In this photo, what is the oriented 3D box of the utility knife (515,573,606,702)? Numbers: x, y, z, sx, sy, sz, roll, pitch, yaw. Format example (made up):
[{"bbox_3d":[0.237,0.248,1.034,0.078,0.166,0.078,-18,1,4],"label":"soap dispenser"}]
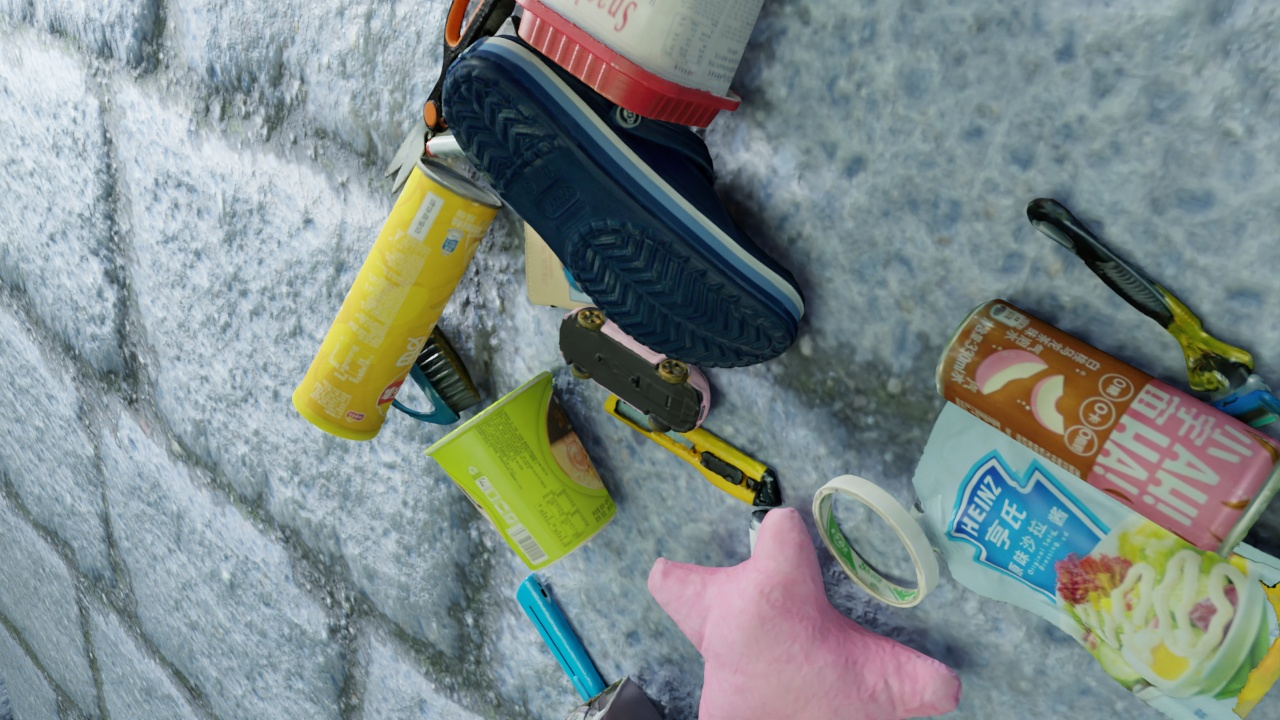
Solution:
[{"bbox_3d":[-0.041,0.285,0.789,0.034,0.018,0.225,-41,80,42],"label":"utility knife"}]

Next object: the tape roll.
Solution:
[{"bbox_3d":[0.138,0.107,0.545,0.086,0.013,0.086,44,153,29],"label":"tape roll"}]

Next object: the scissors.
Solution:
[{"bbox_3d":[-0.150,-0.208,0.696,0.235,0.021,0.152,-1,98,48],"label":"scissors"}]

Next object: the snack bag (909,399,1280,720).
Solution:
[{"bbox_3d":[0.227,0.100,0.474,0.191,0.038,0.110,33,131,31],"label":"snack bag"}]

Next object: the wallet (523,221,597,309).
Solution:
[{"bbox_3d":[-0.032,-0.074,0.638,0.115,0.024,0.087,11,115,35],"label":"wallet"}]

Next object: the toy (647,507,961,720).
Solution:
[{"bbox_3d":[0.082,0.193,0.587,0.194,0.074,0.179,43,114,18],"label":"toy"}]

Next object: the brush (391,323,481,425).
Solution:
[{"bbox_3d":[-0.197,-0.004,0.768,0.144,0.073,0.055,54,175,12],"label":"brush"}]

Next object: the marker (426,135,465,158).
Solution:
[{"bbox_3d":[-0.093,-0.154,0.648,0.145,0.017,0.017,4,109,30],"label":"marker"}]

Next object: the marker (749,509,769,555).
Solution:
[{"bbox_3d":[0.085,0.163,0.632,0.023,0.018,0.131,14,116,47],"label":"marker"}]

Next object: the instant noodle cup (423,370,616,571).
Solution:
[{"bbox_3d":[-0.082,0.088,0.695,0.112,0.111,0.123,-32,93,43],"label":"instant noodle cup"}]

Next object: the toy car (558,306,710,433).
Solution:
[{"bbox_3d":[-0.004,0.004,0.630,0.122,0.037,0.056,32,133,22],"label":"toy car"}]

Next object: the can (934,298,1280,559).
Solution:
[{"bbox_3d":[0.216,0.027,0.431,0.147,0.057,0.058,35,126,32],"label":"can"}]

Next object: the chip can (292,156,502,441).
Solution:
[{"bbox_3d":[-0.186,-0.044,0.696,0.072,0.072,0.214,37,105,24],"label":"chip can"}]

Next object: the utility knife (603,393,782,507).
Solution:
[{"bbox_3d":[0.032,0.059,0.638,0.156,0.015,0.033,29,120,30],"label":"utility knife"}]

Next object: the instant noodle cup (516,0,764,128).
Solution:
[{"bbox_3d":[0.014,-0.207,0.494,0.116,0.116,0.124,41,116,22],"label":"instant noodle cup"}]

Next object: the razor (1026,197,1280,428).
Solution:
[{"bbox_3d":[0.236,-0.026,0.427,0.142,0.022,0.043,50,166,15],"label":"razor"}]

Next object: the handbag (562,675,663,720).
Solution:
[{"bbox_3d":[0.008,0.351,0.686,0.098,0.145,0.197,-39,80,9],"label":"handbag"}]

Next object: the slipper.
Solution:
[{"bbox_3d":[-0.005,-0.097,0.552,0.253,0.095,0.105,41,150,-8],"label":"slipper"}]
